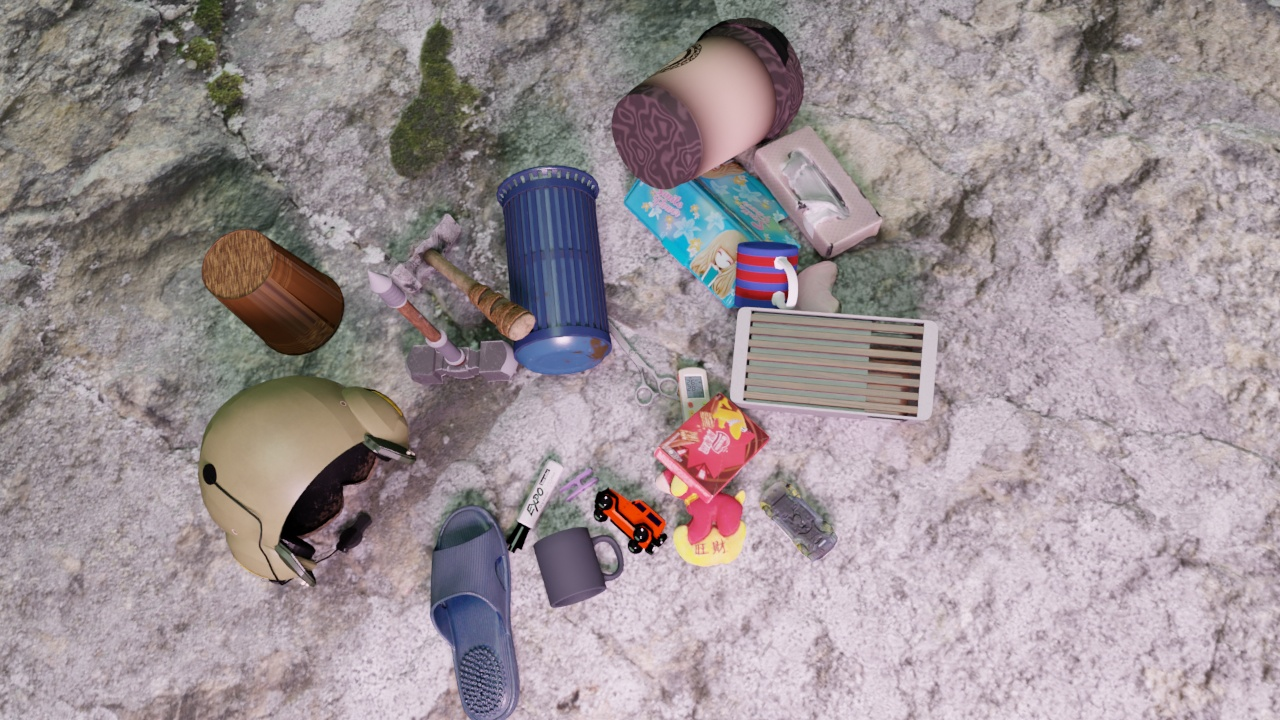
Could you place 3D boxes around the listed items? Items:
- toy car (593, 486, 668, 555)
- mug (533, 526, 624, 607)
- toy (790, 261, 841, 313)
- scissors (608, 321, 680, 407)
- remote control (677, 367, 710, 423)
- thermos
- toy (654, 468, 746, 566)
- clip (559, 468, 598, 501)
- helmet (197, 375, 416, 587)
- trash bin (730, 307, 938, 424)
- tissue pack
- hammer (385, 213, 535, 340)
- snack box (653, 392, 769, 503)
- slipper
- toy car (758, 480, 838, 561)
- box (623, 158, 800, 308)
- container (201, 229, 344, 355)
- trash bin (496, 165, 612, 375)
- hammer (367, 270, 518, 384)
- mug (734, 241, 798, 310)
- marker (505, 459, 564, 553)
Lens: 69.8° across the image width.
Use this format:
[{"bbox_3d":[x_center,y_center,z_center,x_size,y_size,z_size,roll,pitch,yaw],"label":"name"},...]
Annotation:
[{"bbox_3d":[-0.013,0.196,1.137,0.100,0.051,0.048,40,61,13],"label":"toy car"},{"bbox_3d":[-0.071,0.250,1.126,0.105,0.071,0.077,-10,67,-23],"label":"mug"},{"bbox_3d":[0.214,-0.082,1.198,0.096,0.053,0.098,-17,47,26],"label":"toy"},{"bbox_3d":[0.005,-0.002,1.224,0.090,0.014,0.171,-17,71,1],"label":"scissors"},{"bbox_3d":[0.073,0.068,1.181,0.038,0.018,0.125,-1,68,-16],"label":"remote control"},{"bbox_3d":[0.084,-0.332,1.204,0.173,0.173,0.225,38,56,19],"label":"thermos"},{"bbox_3d":[0.080,0.184,1.124,0.105,0.067,0.137,-25,76,1],"label":"toy"},{"bbox_3d":[-0.081,0.157,1.184,0.053,0.013,0.037,-20,70,-1],"label":"clip"},{"bbox_3d":[-0.401,0.130,1.102,0.233,0.256,0.250,34,78,15],"label":"helmet"},{"bbox_3d":[0.232,0.008,1.117,0.229,0.114,0.114,5,85,11],"label":"trash bin"},{"bbox_3d":[0.234,-0.230,1.233,0.103,0.071,0.181,-27,72,-13],"label":"tissue pack"},{"bbox_3d":[-0.228,-0.102,1.208,0.121,0.049,0.319,-46,43,-8],"label":"hammer"},{"bbox_3d":[0.089,0.105,1.130,0.089,0.021,0.132,42,49,12],"label":"snack box"},{"bbox_3d":[-0.212,0.305,1.110,0.101,0.082,0.263,-18,71,17],"label":"slipper"},{"bbox_3d":[0.192,0.195,1.116,0.048,0.033,0.105,-41,66,-4],"label":"toy car"},{"bbox_3d":[0.105,-0.201,1.246,0.172,0.083,0.227,-40,70,-5],"label":"box"},{"bbox_3d":[-0.505,-0.096,1.255,0.132,0.167,0.132,-3,71,8],"label":"container"},{"bbox_3d":[-0.112,-0.114,1.217,0.139,0.139,0.249,-9,72,6],"label":"trash bin"},{"bbox_3d":[-0.262,-0.041,1.114,0.156,0.322,0.043,-3,71,8],"label":"hammer"},{"bbox_3d":[0.162,-0.101,1.125,0.075,0.112,0.076,-4,106,-19],"label":"mug"},{"bbox_3d":[-0.136,0.187,1.175,0.025,0.025,0.125,23,76,16],"label":"marker"}]
